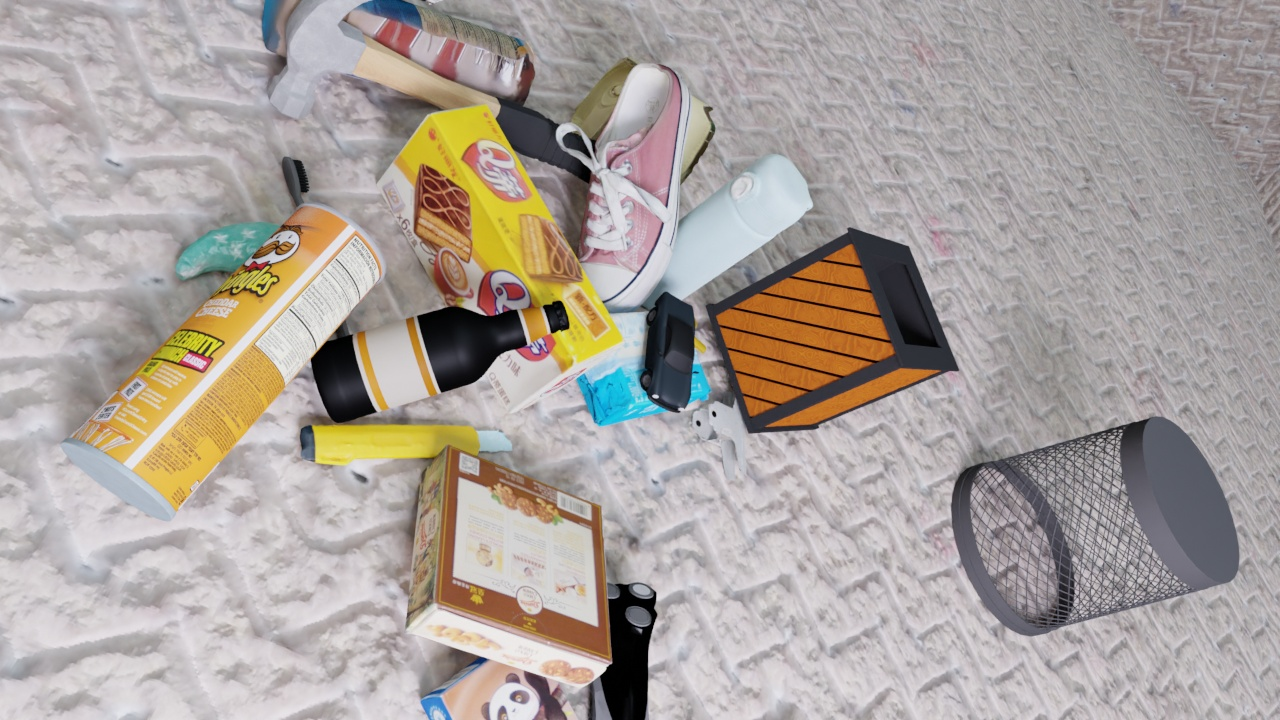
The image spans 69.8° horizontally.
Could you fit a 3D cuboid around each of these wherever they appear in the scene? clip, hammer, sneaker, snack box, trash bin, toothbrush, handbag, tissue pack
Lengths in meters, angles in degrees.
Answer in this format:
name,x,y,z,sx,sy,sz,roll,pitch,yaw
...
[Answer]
name,x,y,z,sx,sy,sz,roll,pitch,yaw
clip,0.085,0.061,0.901,0.058,0.050,0.101,31,48,-41
hammer,-0.145,-0.222,0.806,0.327,0.131,0.039,17,32,-39
sneaker,-0.016,-0.155,0.828,0.087,0.118,0.241,8,96,-65
snack box,-0.117,-0.082,0.755,0.061,0.110,0.230,-28,87,-45
trash bin,0.530,0.192,1.075,0.217,0.228,0.217,20,56,-32
snack box,-0.093,0.148,0.669,0.143,0.041,0.146,27,33,-27
toothbrush,-0.251,-0.085,0.713,0.013,0.013,0.167,-5,70,-50
snack box,-0.081,0.279,0.644,0.087,0.034,0.151,-26,86,-46
trash bin,0.192,-0.023,0.927,0.139,0.172,0.139,2,65,-51
clip,0.045,-0.030,0.924,0.054,0.045,0.049,40,72,-15
handbag,0.004,-0.237,0.943,0.119,0.111,0.081,26,36,-29
tissue pack,-0.005,0.005,0.839,0.144,0.062,0.093,-8,73,-45

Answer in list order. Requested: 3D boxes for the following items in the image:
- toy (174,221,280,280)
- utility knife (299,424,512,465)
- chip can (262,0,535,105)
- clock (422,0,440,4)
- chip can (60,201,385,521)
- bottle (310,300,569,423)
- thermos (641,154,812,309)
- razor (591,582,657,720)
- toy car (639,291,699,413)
name,x,y,z,sx,sy,sz,roll,pitch,yaw
toy,-0.271,-0.059,0.669,0.105,0.033,0.084,45,57,-14
utility knife,-0.172,0.063,0.696,0.178,0.017,0.030,3,71,-39
chip can,-0.207,-0.277,0.812,0.229,0.080,0.079,4,65,-38
clock,-0.222,-0.354,0.789,0.155,0.065,0.114,24,19,24
chip can,-0.259,-0.006,0.593,0.075,0.075,0.214,41,57,-16
bottle,-0.141,-0.008,0.668,0.181,0.059,0.059,-17,77,-9
thermos,0.070,-0.118,0.865,0.077,0.207,0.065,7,63,-38
razor,-0.014,0.252,0.706,0.057,0.060,0.156,7,82,-25
toy car,0.028,-0.009,0.803,0.046,0.034,0.112,27,51,-29
